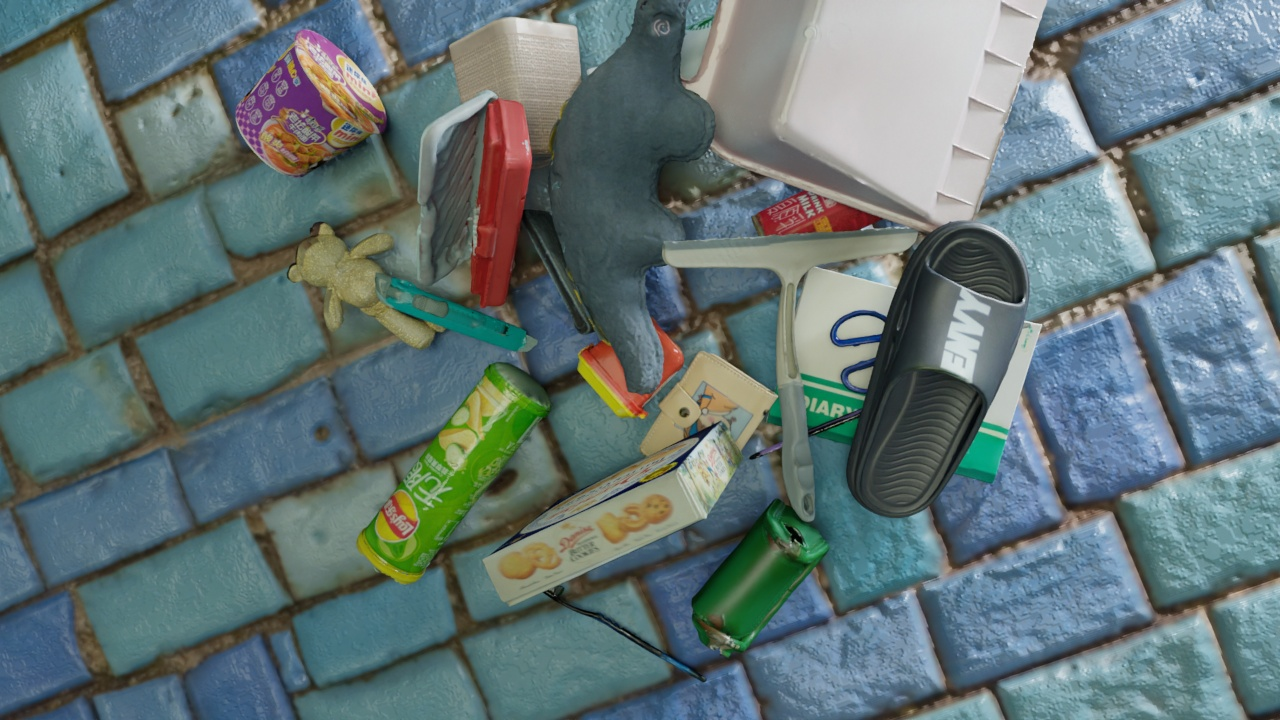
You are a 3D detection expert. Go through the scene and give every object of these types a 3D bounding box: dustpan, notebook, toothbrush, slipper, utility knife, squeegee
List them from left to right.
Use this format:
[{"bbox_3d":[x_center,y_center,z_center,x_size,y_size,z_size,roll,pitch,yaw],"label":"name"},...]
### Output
[{"bbox_3d":[-0.171,-0.042,0.852,0.161,0.013,0.029,21,92,-16],"label":"utility knife"},{"bbox_3d":[-0.020,0.252,0.867,0.189,0.014,0.016,28,71,5],"label":"toothbrush"},{"bbox_3d":[0.131,0.015,0.782,0.246,0.039,0.246,-7,98,-23],"label":"squeegee"},{"bbox_3d":[0.170,-0.247,0.765,0.273,0.139,0.222,17,96,-24],"label":"dustpan"},{"bbox_3d":[0.185,0.053,0.822,0.189,0.014,0.017,-24,103,9],"label":"toothbrush"},{"bbox_3d":[0.233,0.012,0.825,0.209,0.012,0.150,15,95,7],"label":"notebook"},{"bbox_3d":[0.252,0.021,0.760,0.110,0.083,0.268,15,107,-3],"label":"slipper"}]

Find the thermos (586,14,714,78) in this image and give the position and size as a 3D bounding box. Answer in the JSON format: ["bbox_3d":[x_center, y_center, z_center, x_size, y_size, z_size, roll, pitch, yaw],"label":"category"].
[{"bbox_3d":[0.067,-0.273,0.810,0.224,0.073,0.073,-22,89,8],"label":"thermos"}]

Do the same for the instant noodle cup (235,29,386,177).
[{"bbox_3d":[-0.309,-0.230,0.848,0.099,0.111,0.111,-31,87,16],"label":"instant noodle cup"}]

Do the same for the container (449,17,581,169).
[{"bbox_3d":[-0.105,-0.231,0.814,0.090,0.090,0.111,-4,96,45],"label":"container"}]

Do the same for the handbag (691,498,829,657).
[{"bbox_3d":[0.102,0.191,0.795,0.068,0.120,0.131,40,98,11],"label":"handbag"}]

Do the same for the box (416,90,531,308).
[{"bbox_3d":[-0.152,-0.133,0.779,0.091,0.202,0.094,-1,58,-15],"label":"box"}]

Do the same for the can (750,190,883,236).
[{"bbox_3d":[0.168,-0.132,0.808,0.133,0.053,0.053,-25,88,8],"label":"can"}]

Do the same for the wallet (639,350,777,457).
[{"bbox_3d":[0.059,0.056,0.843,0.087,0.024,0.115,33,102,3],"label":"wallet"}]

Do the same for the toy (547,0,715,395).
[{"bbox_3d":[-0.014,-0.156,0.754,0.138,0.091,0.356,15,102,41],"label":"toy"}]

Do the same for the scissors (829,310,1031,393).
[{"bbox_3d":[0.250,-0.030,0.808,0.173,0.012,0.128,-42,87,6],"label":"scissors"}]

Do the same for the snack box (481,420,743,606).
[{"bbox_3d":[-0.015,0.121,0.763,0.178,0.182,0.046,-27,89,17],"label":"snack box"}]

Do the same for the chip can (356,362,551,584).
[{"bbox_3d":[-0.171,0.101,0.853,0.072,0.072,0.221,39,96,5],"label":"chip can"}]

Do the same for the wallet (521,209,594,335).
[{"bbox_3d":[-0.060,-0.081,0.818,0.019,0.097,0.121,-29,88,17],"label":"wallet"}]

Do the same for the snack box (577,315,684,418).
[{"bbox_3d":[-0.005,0.005,0.820,0.080,0.091,0.082,-41,87,0],"label":"snack box"}]

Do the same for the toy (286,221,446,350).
[{"bbox_3d":[-0.254,-0.067,0.868,0.157,0.066,0.105,32,87,-1],"label":"toy"}]
